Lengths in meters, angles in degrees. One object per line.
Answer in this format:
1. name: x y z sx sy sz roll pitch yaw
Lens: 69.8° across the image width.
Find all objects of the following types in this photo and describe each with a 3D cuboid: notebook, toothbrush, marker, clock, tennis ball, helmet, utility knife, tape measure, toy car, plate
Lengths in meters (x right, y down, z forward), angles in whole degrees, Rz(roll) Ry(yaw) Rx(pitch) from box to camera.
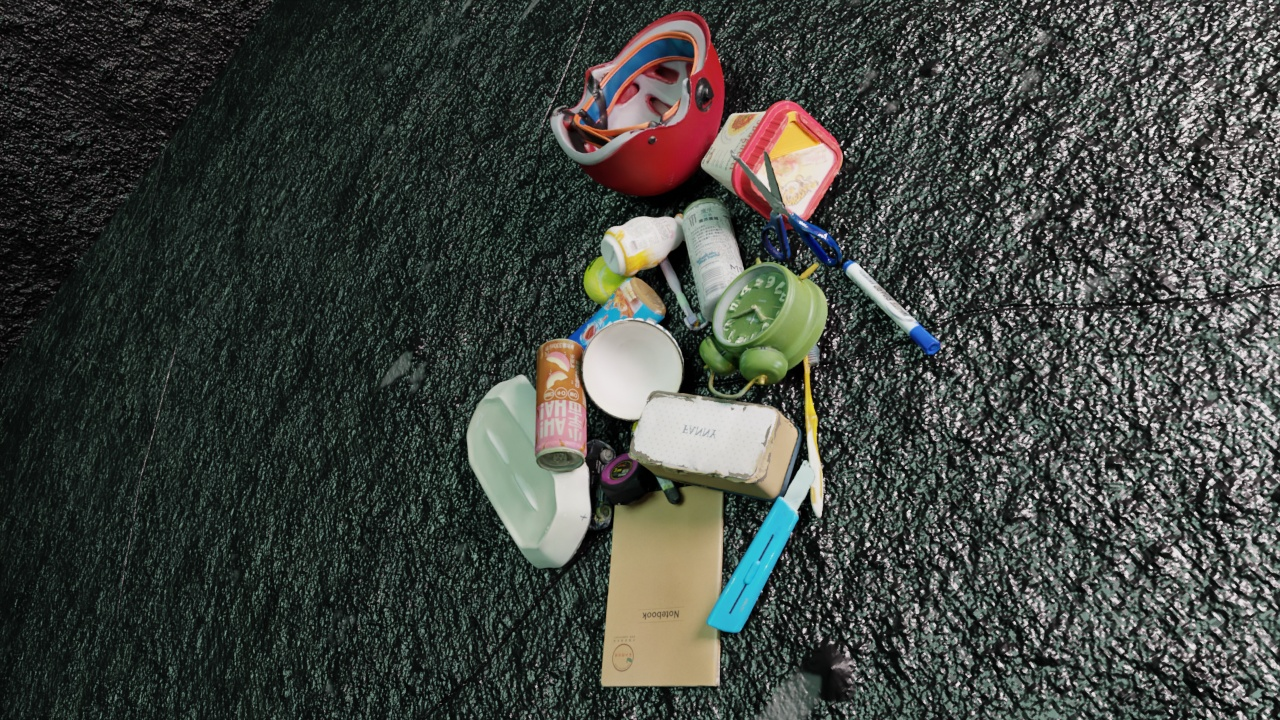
1. notebook: 0.024 0.236 0.971 0.148 0.008 0.207 -15 59 36
2. toothbrush: 0.038 -0.106 1.125 0.021 0.029 0.189 105 152 -42
3. toothbrush: 0.175 0.065 0.919 0.018 0.016 0.191 -13 60 27
4. marker: 0.019 0.114 1.029 0.018 0.015 0.124 -41 45 13
5. clock: 0.122 -0.031 0.948 0.116 0.056 0.161 14 73 55
6. marker: 0.247 -0.055 0.915 0.017 0.017 0.145 -46 46 14
7. tennis ball: -0.039 -0.100 1.156 0.066 0.065 0.065 -20 57 33
8. helmet: 0.019 -0.306 1.161 0.207 0.144 0.239 21 70 45
9. utility knife: 0.121 0.182 0.891 0.034 0.018 0.188 29 94 21
10. tape measure: -0.015 0.135 1.027 0.057 0.039 0.057 -25 30 18
11. toy car: -0.051 0.145 1.067 0.049 0.031 0.105 -9 70 40
12. plate: -0.147 0.132 1.116 0.265 0.034 0.162 51 122 39

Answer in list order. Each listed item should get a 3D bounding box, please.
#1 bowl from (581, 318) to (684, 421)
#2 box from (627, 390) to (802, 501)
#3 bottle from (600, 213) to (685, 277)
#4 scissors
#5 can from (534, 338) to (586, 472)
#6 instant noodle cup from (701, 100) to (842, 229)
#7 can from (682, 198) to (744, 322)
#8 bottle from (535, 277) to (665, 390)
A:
1. bowl: -0.006 0.006 1.059 0.116 0.116 0.066 -48 3 12
2. box: 0.080 0.086 0.951 0.185 0.061 0.089 10 70 38
3. bottle: 0.009 -0.144 1.113 0.108 0.063 0.063 -25 41 -21
4. scissors: 0.153 -0.152 0.960 0.161 0.164 0.012 31 70 10
5. can: -0.091 0.049 1.047 0.058 0.058 0.147 -24 52 31
6. instant noodle cup: 0.141 -0.224 1.035 0.116 0.116 0.124 -59 33 1
7. can: 0.087 -0.116 1.058 0.058 0.058 0.146 -29 52 28
8. bottle: -0.064 -0.009 1.134 0.219 0.065 0.065 -43 47 18
